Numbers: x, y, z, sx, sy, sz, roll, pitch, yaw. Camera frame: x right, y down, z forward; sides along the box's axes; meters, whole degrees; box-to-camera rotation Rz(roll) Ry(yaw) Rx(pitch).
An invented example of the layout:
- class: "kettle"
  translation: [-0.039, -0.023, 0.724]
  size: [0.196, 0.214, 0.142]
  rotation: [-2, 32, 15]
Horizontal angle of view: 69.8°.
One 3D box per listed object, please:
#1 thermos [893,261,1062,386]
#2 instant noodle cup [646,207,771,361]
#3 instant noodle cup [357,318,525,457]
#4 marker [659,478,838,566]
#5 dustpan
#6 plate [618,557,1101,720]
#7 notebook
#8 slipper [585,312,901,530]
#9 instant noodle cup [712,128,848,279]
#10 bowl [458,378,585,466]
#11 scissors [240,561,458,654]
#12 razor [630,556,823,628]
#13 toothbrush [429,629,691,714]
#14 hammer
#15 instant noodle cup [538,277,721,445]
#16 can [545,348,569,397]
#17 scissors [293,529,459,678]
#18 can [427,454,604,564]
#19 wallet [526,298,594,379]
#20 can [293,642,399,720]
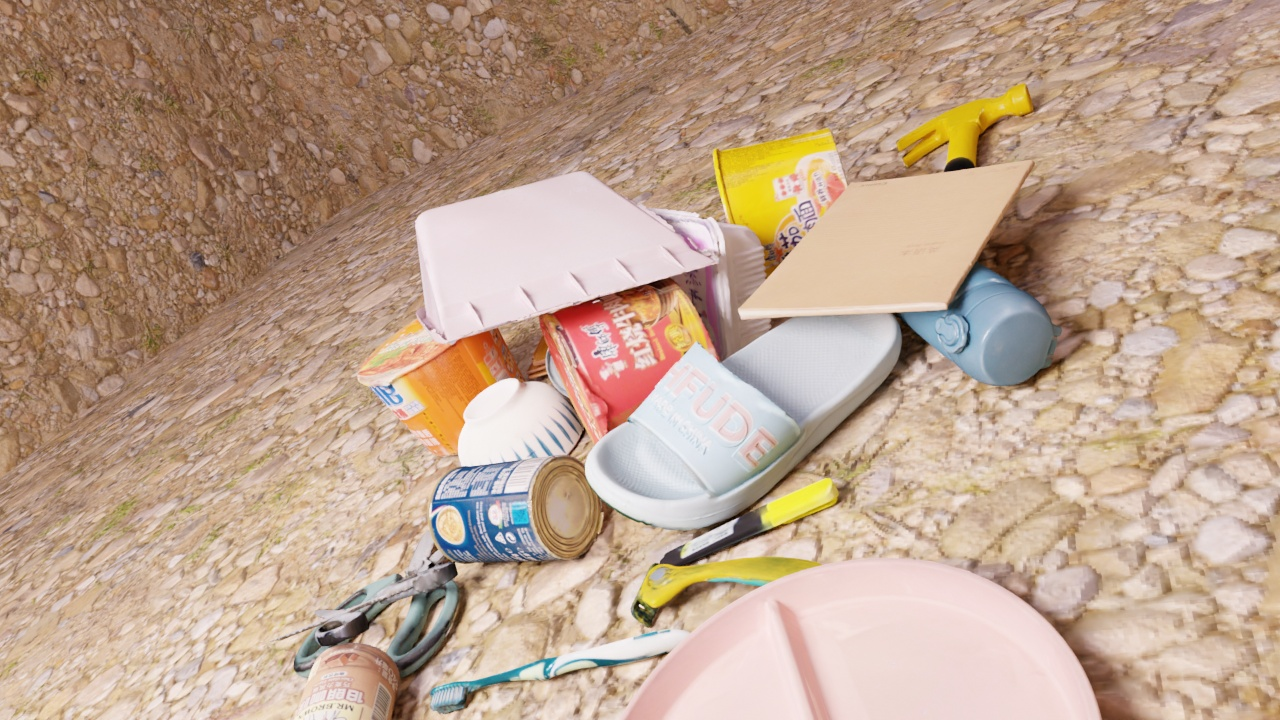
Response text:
- class: "thermos"
  translation: [0.209, -0.048, 0.644]
  size: [0.070, 0.070, 0.220]
  rotation: [-29, 23, 5]
- class: "instant noodle cup"
  translation: [0.054, -0.067, 0.809]
  size: [0.060, 0.138, 0.173]
  rotation: [-14, 17, -23]
- class: "instant noodle cup"
  translation: [-0.193, 0.019, 0.936]
  size: [0.151, 0.111, 0.151]
  rotation: [-26, 24, 12]
- class: "marker"
  translation: [0.067, 0.106, 0.576]
  size: [0.124, 0.015, 0.018]
  rotation: [-28, 22, 15]
- class: "dustpan"
  translation: [-0.081, -0.058, 0.791]
  size: [0.222, 0.139, 0.273]
  rotation: [-16, 39, -15]
- class: "plate"
  translation: [0.080, 0.177, 0.396]
  size: [0.230, 0.028, 0.229]
  rotation: [-26, 22, 12]
- class: "notebook"
  translation: [0.182, -0.089, 0.665]
  size: [0.150, 0.012, 0.210]
  rotation: [0, 33, 40]
- class: "slipper"
  translation: [0.074, 0.024, 0.621]
  size: [0.245, 0.074, 0.104]
  rotation: [-34, 48, -13]
- class: "instant noodle cup"
  translation: [0.139, -0.146, 0.857]
  size: [0.110, 0.138, 0.137]
  rotation: [-15, 26, 13]
- class: "bowl"
  translation: [-0.116, 0.059, 0.822]
  size: [0.116, 0.066, 0.116]
  rotation: [-26, 24, 12]
- class: "scissors"
  translation: [-0.213, 0.183, 0.669]
  size: [0.159, 0.014, 0.181]
  rotation: [-21, 1, -24]
- class: "razor"
  translation: [0.055, 0.128, 0.530]
  size: [0.133, 0.028, 0.043]
  rotation: [-12, 26, 33]
- class: "toothbrush"
  translation: [-0.053, 0.188, 0.552]
  size: [0.192, 0.016, 0.018]
  rotation: [-21, 35, 23]
- class: "hammer"
  translation: [0.291, -0.172, 0.838]
  size: [0.129, 0.033, 0.299]
  rotation: [-17, 27, 31]
- class: "instant noodle cup"
  translation: [-0.004, 0.004, 0.729]
  size: [0.108, 0.138, 0.138]
  rotation: [-25, 22, -9]
- class: "can"
  translation: [-0.039, -0.008, 0.842]
  size: [0.067, 0.066, 0.093]
  rotation: [-20, 9, 24]
- class: "scissors"
  translation: [-0.202, 0.195, 0.713]
  size: [0.181, 0.019, 0.170]
  rotation: [-28, 25, 10]
- class: "can"
  translation: [-0.092, 0.111, 0.677]
  size: [0.111, 0.075, 0.075]
  rotation: [-11, 30, 37]
- class: "wallet"
  translation: [-0.067, -0.032, 0.986]
  size: [0.119, 0.035, 0.130]
  rotation: [-20, 24, 24]
- class: "can"
  translation: [-0.186, 0.233, 0.565]
  size: [0.058, 0.058, 0.116]
  rotation: [-28, 23, 8]
